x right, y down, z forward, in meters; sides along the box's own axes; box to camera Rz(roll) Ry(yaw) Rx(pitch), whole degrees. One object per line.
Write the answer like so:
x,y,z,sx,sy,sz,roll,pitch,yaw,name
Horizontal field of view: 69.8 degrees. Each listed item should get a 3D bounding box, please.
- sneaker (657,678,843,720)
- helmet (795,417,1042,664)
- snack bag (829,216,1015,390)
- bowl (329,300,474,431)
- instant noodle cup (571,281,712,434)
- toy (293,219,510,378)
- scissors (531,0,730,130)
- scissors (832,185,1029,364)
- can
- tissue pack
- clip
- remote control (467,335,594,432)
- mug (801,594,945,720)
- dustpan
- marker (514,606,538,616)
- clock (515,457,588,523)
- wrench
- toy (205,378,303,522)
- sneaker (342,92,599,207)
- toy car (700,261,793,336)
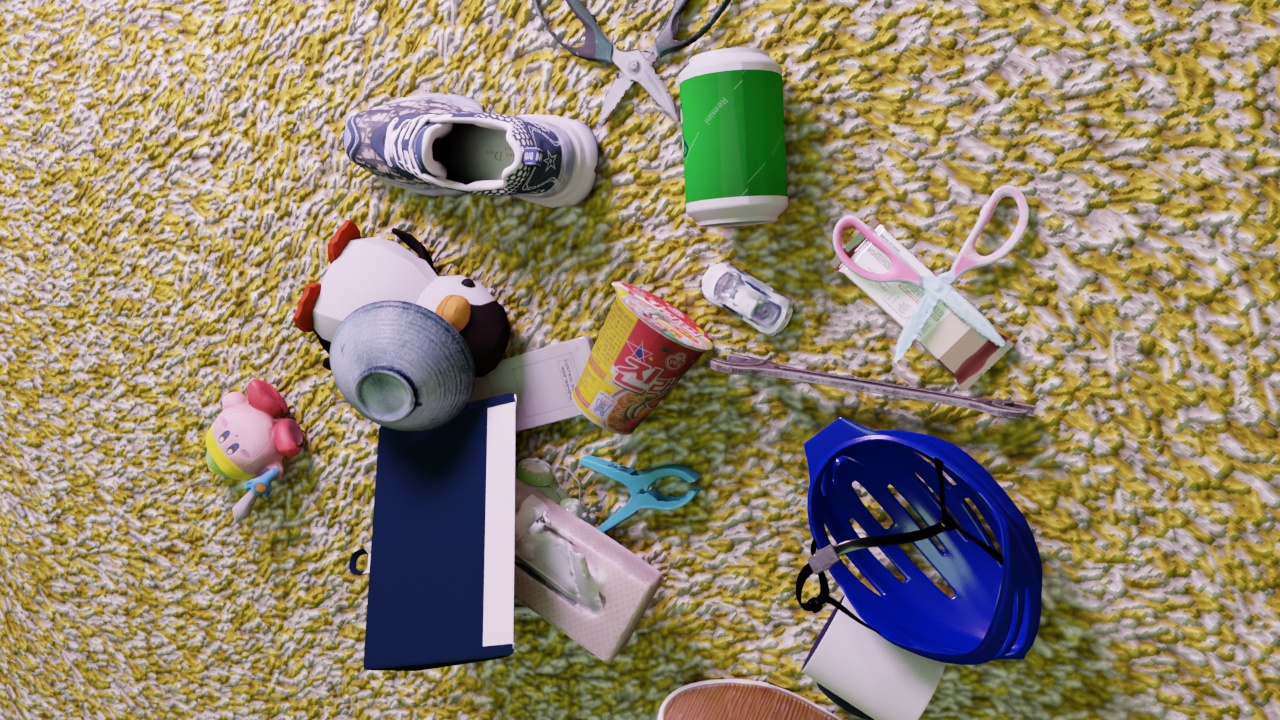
0.149,0.396,0.832,0.295,0.120,0.127,18,125,15,sneaker
0.207,0.156,0.703,0.148,0.227,0.241,-42,80,29,helmet
0.237,-0.049,0.780,0.158,0.013,0.057,45,103,11,snack bag
-0.223,0.019,0.829,0.137,0.057,0.137,2,118,4,bowl
-0.005,0.005,0.832,0.100,0.100,0.113,36,107,13,instant noodle cup
-0.217,-0.037,0.909,0.184,0.140,0.158,18,70,8,toy
0.001,-0.315,0.838,0.206,0.015,0.201,-41,81,18,scissors
0.248,-0.081,0.762,0.170,0.013,0.177,43,100,11,scissors
0.079,-0.187,0.784,0.088,0.087,0.140,-2,96,21,can
-0.078,0.190,0.856,0.181,0.071,0.104,33,107,18,tissue pack
0.001,0.117,0.884,0.116,0.026,0.097,-11,95,21,clip
-0.107,0.029,0.916,0.151,0.019,0.074,-15,91,21,remote control
0.198,0.275,0.807,0.097,0.078,0.112,30,134,15,mug
-0.210,0.179,0.899,0.274,0.080,0.236,-14,66,26,dustpan
-0.123,0.261,0.954,0.152,0.011,0.011,-8,94,22,marker
-0.106,0.152,0.918,0.119,0.042,0.094,-44,82,20,clock
0.190,0.021,0.780,0.273,0.070,0.010,9,100,17,wrench
-0.440,0.101,1.029,0.131,0.097,0.124,-34,90,2,toy
-0.183,-0.200,0.857,0.270,0.132,0.103,12,102,20,sneaker
0.094,-0.056,0.826,0.090,0.027,0.039,32,108,15,toy car
